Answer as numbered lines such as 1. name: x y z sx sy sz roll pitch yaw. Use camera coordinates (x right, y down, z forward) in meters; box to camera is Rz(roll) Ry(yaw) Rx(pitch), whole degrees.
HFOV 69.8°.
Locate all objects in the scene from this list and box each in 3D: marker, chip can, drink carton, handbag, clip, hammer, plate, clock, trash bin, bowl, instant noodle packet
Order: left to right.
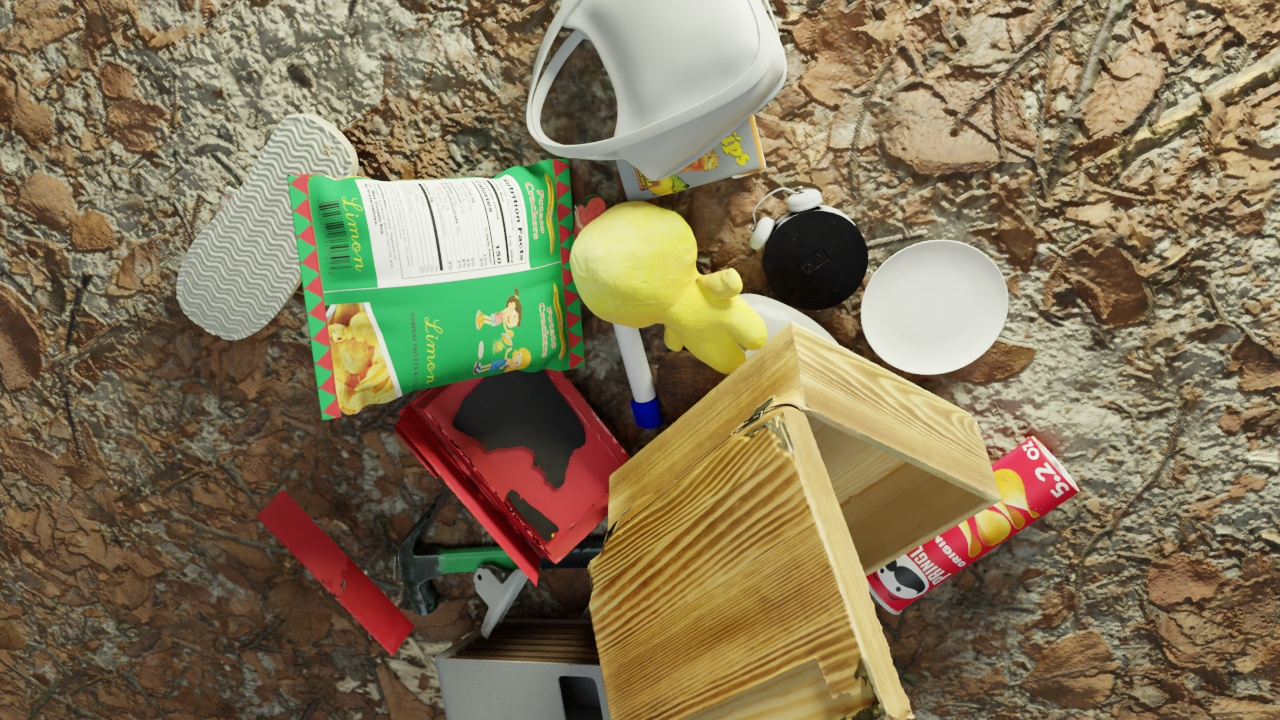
1. instant noodle packet: -0.162 -0.068 0.793 0.252 0.090 0.196 -12 105 -34
2. clip: -0.155 0.252 1.006 0.052 0.058 0.102 17 115 -29
3. hammer: -0.114 0.217 1.020 0.319 0.032 0.130 -4 112 7
4. trash bin: -0.089 0.354 0.980 0.229 0.114 0.114 -8 94 29
5. handbag: -0.006 -0.258 0.770 0.223 0.095 0.215 -26 82 23
6. marker: -0.005 0.005 0.920 0.027 0.023 0.133 -2 115 30
7. drink carton: 0.043 -0.189 0.816 0.125 0.048 0.076 -13 111 11
8. bowl: 0.052 0.044 0.894 0.114 0.026 0.102 42 144 17
9. clock: 0.154 -0.105 0.849 0.095 0.035 0.122 -37 104 19
10. plate: 0.278 -0.050 0.872 0.134 0.011 0.135 2 114 5
11. chip can: 0.327 0.169 0.930 0.069 0.069 0.221 44 110 -13

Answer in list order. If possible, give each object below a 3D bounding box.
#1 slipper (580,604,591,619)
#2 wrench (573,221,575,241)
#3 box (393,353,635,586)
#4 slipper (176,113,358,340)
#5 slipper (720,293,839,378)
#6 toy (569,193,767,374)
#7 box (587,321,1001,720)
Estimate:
1. slipper: -0.025 0.361 1.048 0.112 0.074 0.247 12 106 11
2. wrench: -0.056 -0.112 0.875 0.273 0.022 0.073 21 113 -5
3. box: -0.101 0.089 0.868 0.164 0.153 0.213 -43 105 -21
4. slipper: -0.359 -0.128 0.885 0.115 0.052 0.264 40 115 -9
5. slipper: 0.163 0.045 0.878 0.266 0.080 0.113 38 133 -13
6. toy: 0.017 -0.064 0.821 0.207 0.092 0.134 31 135 -6
7. box: 0.111 0.189 0.752 0.286 0.333 0.280 26 134 -24
